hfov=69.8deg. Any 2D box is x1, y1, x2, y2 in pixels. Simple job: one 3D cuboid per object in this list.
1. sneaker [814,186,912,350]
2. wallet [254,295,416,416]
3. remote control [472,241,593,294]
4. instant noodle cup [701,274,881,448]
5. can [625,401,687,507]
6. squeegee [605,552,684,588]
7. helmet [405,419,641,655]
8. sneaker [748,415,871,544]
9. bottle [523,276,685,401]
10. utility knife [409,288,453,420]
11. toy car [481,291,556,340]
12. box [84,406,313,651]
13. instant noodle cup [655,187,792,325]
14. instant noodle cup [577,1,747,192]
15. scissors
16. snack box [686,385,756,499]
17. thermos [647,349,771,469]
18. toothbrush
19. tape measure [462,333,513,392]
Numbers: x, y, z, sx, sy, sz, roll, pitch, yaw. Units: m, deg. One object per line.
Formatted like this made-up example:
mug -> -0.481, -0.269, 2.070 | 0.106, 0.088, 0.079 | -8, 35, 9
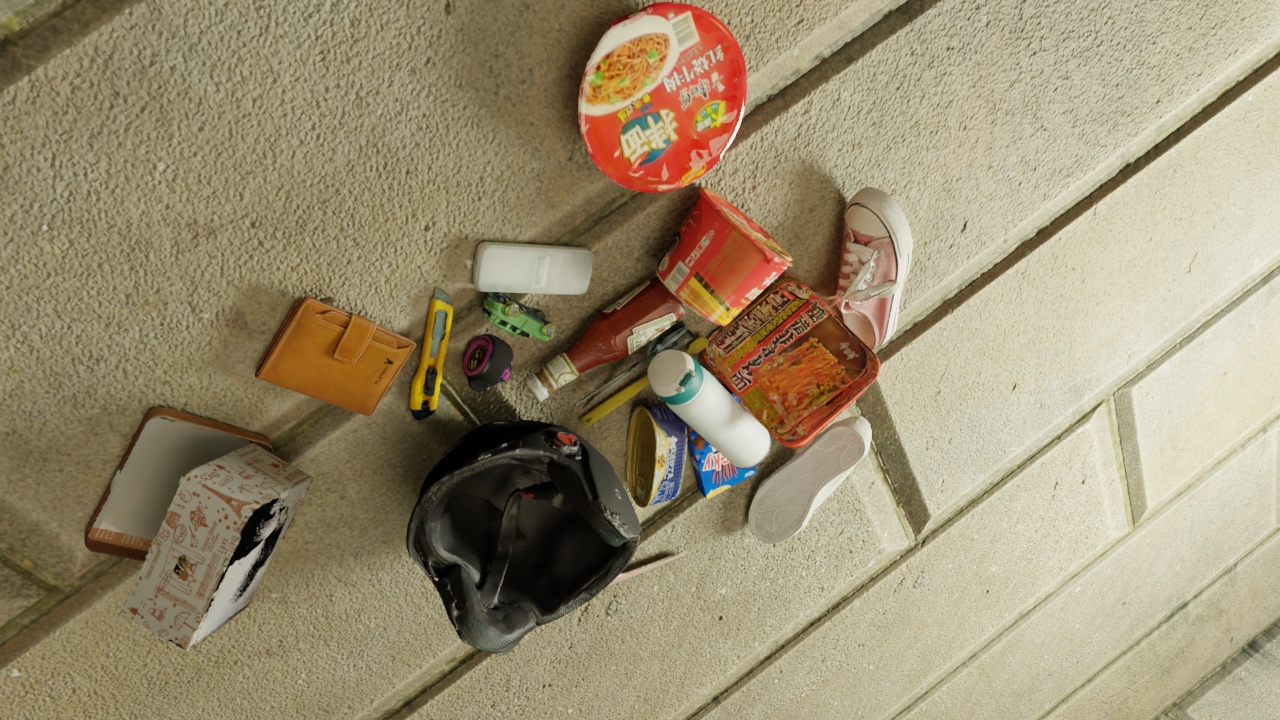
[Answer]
sneaker -> 0.286, -0.103, 1.183 | 0.087, 0.118, 0.241 | -36, 137, -30
wallet -> -0.316, -0.009, 0.966 | 0.130, 0.035, 0.119 | 26, 110, -37
remote control -> -0.118, -0.102, 1.019 | 0.135, 0.020, 0.056 | -1, 117, -27
instant noodle cup -> 0.193, 0.005, 1.172 | 0.164, 0.189, 0.079 | -41, 159, 1
can -> 0.020, 0.122, 1.193 | 0.049, 0.074, 0.148 | -11, 123, -27
squeegee -> -0.053, 0.233, 1.243 | 0.247, 0.040, 0.250 | -19, 124, -17
helmet -> -0.136, 0.177, 1.046 | 0.234, 0.230, 0.274 | -44, 121, 10
sneaker -> 0.247, 0.168, 1.343 | 0.243, 0.089, 0.090 | -52, 170, 27
bottle -> -0.044, -0.022, 1.081 | 0.206, 0.060, 0.060 | -35, 128, -6
utility knife -> -0.233, -0.004, 1.020 | 0.033, 0.015, 0.165 | 0, 118, -31
toy car -> -0.136, -0.048, 1.029 | 0.091, 0.043, 0.036 | 24, 102, -34
box -> -0.466, 0.155, 0.942 | 0.181, 0.153, 0.183 | 29, 100, 0
instant noodle cup -> 0.089, -0.116, 1.058 | 0.137, 0.137, 0.109 | 26, 112, -36
instant noodle cup -> 0.014, -0.277, 0.957 | 0.193, 0.066, 0.194 | -13, 124, -21
scissors -> -0.001, 0.005, 1.122 | 0.174, 0.014, 0.160 | -26, 164, -38
snack box -> 0.108, 0.113, 1.263 | 0.084, 0.026, 0.157 | -26, 127, -13
thermos -> 0.085, 0.060, 1.146 | 0.073, 0.073, 0.224 | -45, 135, 3
toothbrush -> 0.005, 0.026, 1.162 | 0.190, 0.016, 0.015 | -34, 93, -3
tape measure -> -0.170, 0.001, 1.030 | 0.058, 0.057, 0.039 | -42, 135, 19
